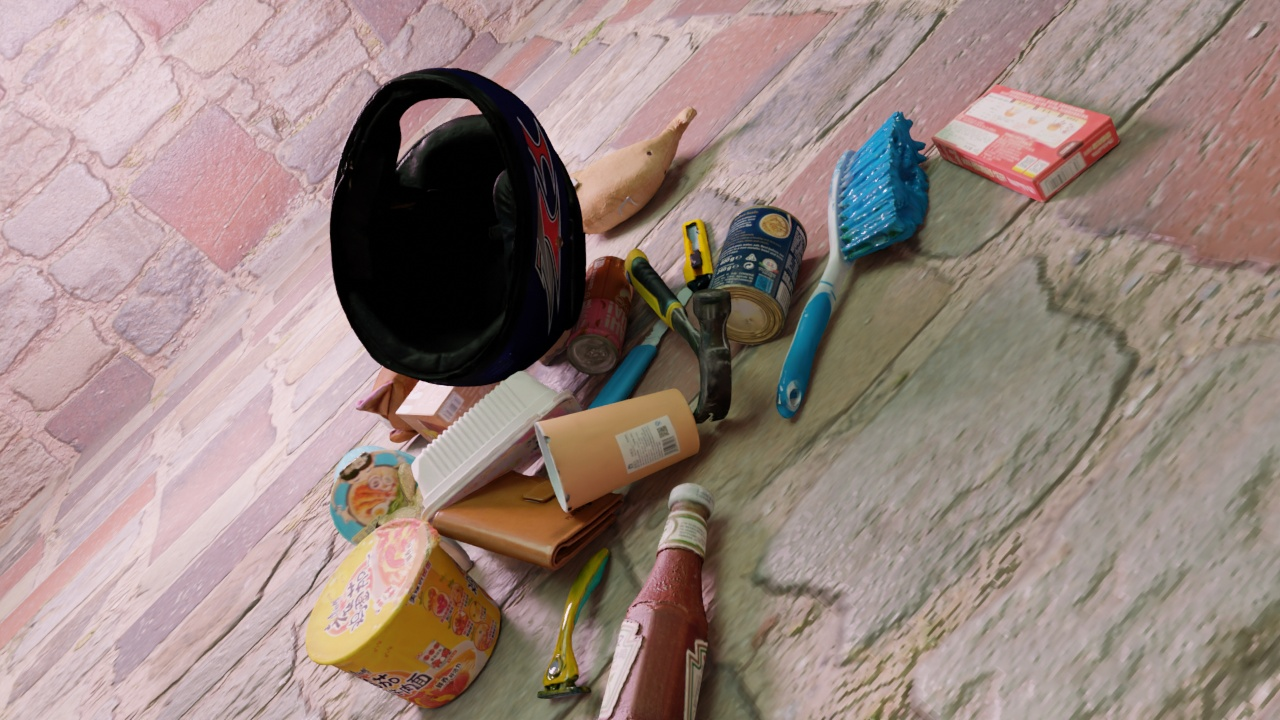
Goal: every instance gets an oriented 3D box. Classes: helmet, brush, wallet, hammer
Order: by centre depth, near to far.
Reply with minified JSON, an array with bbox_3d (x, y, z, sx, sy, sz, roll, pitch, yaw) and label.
[{"bbox_3d":[0.182,-0.089,0.785,0.110,0.060,0.313,-25,35,40],"label":"brush"},{"bbox_3d":[-0.094,0.133,0.787,0.132,0.031,0.107,9,24,33],"label":"wallet"},{"bbox_3d":[0.029,-0.042,0.862,0.032,0.126,0.323,-8,21,-10],"label":"hammer"},{"bbox_3d":[-0.171,-0.134,0.931,0.247,0.316,0.239,12,21,9],"label":"helmet"}]

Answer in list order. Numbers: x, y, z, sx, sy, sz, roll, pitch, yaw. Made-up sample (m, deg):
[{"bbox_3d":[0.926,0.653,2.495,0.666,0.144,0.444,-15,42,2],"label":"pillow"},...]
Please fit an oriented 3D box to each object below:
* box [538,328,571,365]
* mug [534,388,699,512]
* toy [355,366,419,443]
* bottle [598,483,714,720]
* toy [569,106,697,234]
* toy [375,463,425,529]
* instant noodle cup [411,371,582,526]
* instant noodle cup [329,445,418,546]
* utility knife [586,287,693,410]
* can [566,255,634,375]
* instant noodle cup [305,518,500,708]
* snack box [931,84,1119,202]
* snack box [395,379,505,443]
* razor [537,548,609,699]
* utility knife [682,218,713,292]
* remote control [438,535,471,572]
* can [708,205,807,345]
[{"bbox_3d":[-0.112,-0.068,1.111,0.090,0.061,0.184,-39,27,10],"label":"box"},{"bbox_3d":[-0.018,0.069,0.760,0.122,0.078,0.078,-19,26,-11],"label":"mug"},{"bbox_3d":[-0.267,0.007,1.147,0.130,0.140,0.199,25,72,30],"label":"toy"},{"bbox_3d":[0.019,0.173,0.624,0.060,0.060,0.205,-22,35,34],"label":"bottle"},{"bbox_3d":[-0.014,-0.244,1.203,0.226,0.082,0.143,-26,41,24],"label":"toy"},{"bbox_3d":[-0.204,0.136,0.964,0.105,0.066,0.157,35,71,18],"label":"toy"},{"bbox_3d":[-0.140,0.080,0.866,0.173,0.060,0.138,-43,-11,-7],"label":"instant noodle cup"},{"bbox_3d":[-0.296,0.141,1.026,0.111,0.111,0.120,-49,22,-11],"label":"instant noodle cup"},{"bbox_3d":[-0.005,0.005,0.921,0.034,0.018,0.235,9,54,42],"label":"utility knife"},{"bbox_3d":[-0.041,-0.052,1.002,0.058,0.058,0.147,-26,33,28],"label":"can"},{"bbox_3d":[-0.194,0.220,0.778,0.138,0.110,0.137,-32,30,21],"label":"instant noodle cup"},{"bbox_3d":[0.315,-0.185,0.765,0.075,0.025,0.152,-39,29,5],"label":"snack box"},{"bbox_3d":[-0.209,0.049,1.058,0.095,0.077,0.092,-2,49,49],"label":"snack box"},{"bbox_3d":[-0.046,0.198,0.712,0.043,0.028,0.132,-25,31,36],"label":"razor"},{"bbox_3d":[0.059,-0.121,1.009,0.033,0.015,0.163,-25,32,14],"label":"utility knife"},{"bbox_3d":[-0.226,0.220,0.875,0.135,0.056,0.019,-43,28,2],"label":"remote control"},{"bbox_3d":[0.104,-0.077,0.835,0.075,0.075,0.110,-17,38,39],"label":"can"}]
